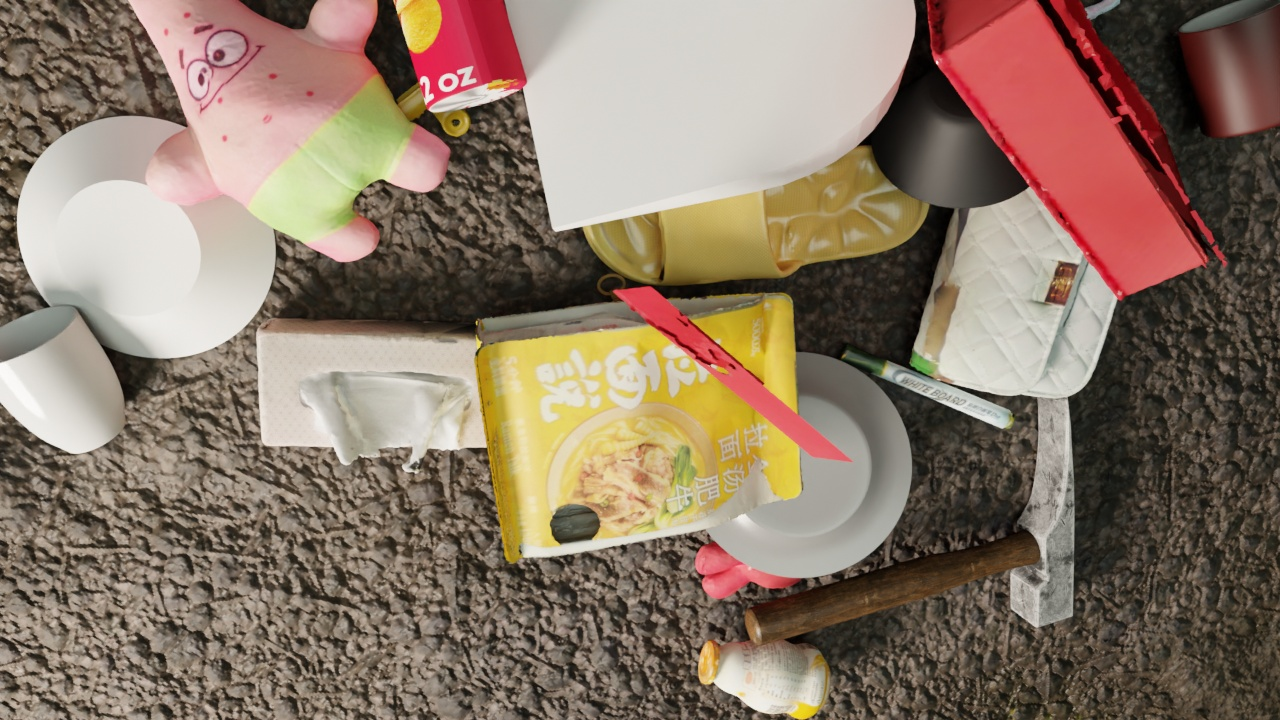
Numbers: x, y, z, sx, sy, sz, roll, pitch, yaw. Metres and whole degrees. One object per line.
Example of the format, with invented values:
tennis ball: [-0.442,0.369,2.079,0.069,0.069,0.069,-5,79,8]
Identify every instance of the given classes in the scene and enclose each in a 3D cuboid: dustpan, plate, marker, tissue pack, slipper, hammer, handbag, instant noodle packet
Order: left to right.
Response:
plate: [-0.350,-0.080,0.642,0.174,0.036,0.174,-2,107,-7]
tissue pack: [-0.187,0.025,0.681,0.181,0.071,0.104,2,105,-11]
instant noodle packet: [0.003,0.042,0.646,0.221,0.084,0.163,-8,109,-1]
dustpan: [0.050,-0.205,0.624,0.258,0.053,0.191,-13,82,7]
slipper: [0.090,-0.106,0.668,0.263,0.078,0.099,-7,107,-7]
plate: [0.124,0.082,0.724,0.178,0.012,0.178,0,86,6]
hammer: [0.225,0.147,0.756,0.300,0.037,0.218,-12,108,-13]
marker: [0.229,0.020,0.735,0.146,0.017,0.017,22,103,3]
handbag: [0.297,-0.070,0.699,0.139,0.072,0.195,8,108,-2]

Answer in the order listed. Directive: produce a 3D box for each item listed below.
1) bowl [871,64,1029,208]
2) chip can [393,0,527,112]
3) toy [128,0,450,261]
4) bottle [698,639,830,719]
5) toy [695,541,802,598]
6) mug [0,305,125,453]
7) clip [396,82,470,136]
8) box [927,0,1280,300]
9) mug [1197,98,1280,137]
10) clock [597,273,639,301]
bowl: [0.224,-0.171,0.632,0.124,0.124,0.052,-23,151,0]
chip can: [-0.135,-0.274,0.577,0.069,0.069,0.220,-17,99,-2]
toy: [-0.245,-0.176,0.600,0.192,0.097,0.236,-44,96,4]
bottle: [0.105,0.268,0.787,0.108,0.063,0.063,15,104,-11]
toy: [0.107,0.151,0.762,0.135,0.045,0.092,-32,114,-2]
mug: [-0.424,0.018,0.652,0.107,0.071,0.089,1,127,22]
clip: [-0.141,-0.183,0.646,0.054,0.046,0.048,-37,74,4]
box: [0.323,-0.235,0.510,0.375,0.148,0.213,-47,117,6]
mug: [0.461,-0.227,0.687,0.105,0.073,0.082,-35,110,-27]
clock: [-0.004,0.004,0.697,0.104,0.056,0.148,-15,106,6]
